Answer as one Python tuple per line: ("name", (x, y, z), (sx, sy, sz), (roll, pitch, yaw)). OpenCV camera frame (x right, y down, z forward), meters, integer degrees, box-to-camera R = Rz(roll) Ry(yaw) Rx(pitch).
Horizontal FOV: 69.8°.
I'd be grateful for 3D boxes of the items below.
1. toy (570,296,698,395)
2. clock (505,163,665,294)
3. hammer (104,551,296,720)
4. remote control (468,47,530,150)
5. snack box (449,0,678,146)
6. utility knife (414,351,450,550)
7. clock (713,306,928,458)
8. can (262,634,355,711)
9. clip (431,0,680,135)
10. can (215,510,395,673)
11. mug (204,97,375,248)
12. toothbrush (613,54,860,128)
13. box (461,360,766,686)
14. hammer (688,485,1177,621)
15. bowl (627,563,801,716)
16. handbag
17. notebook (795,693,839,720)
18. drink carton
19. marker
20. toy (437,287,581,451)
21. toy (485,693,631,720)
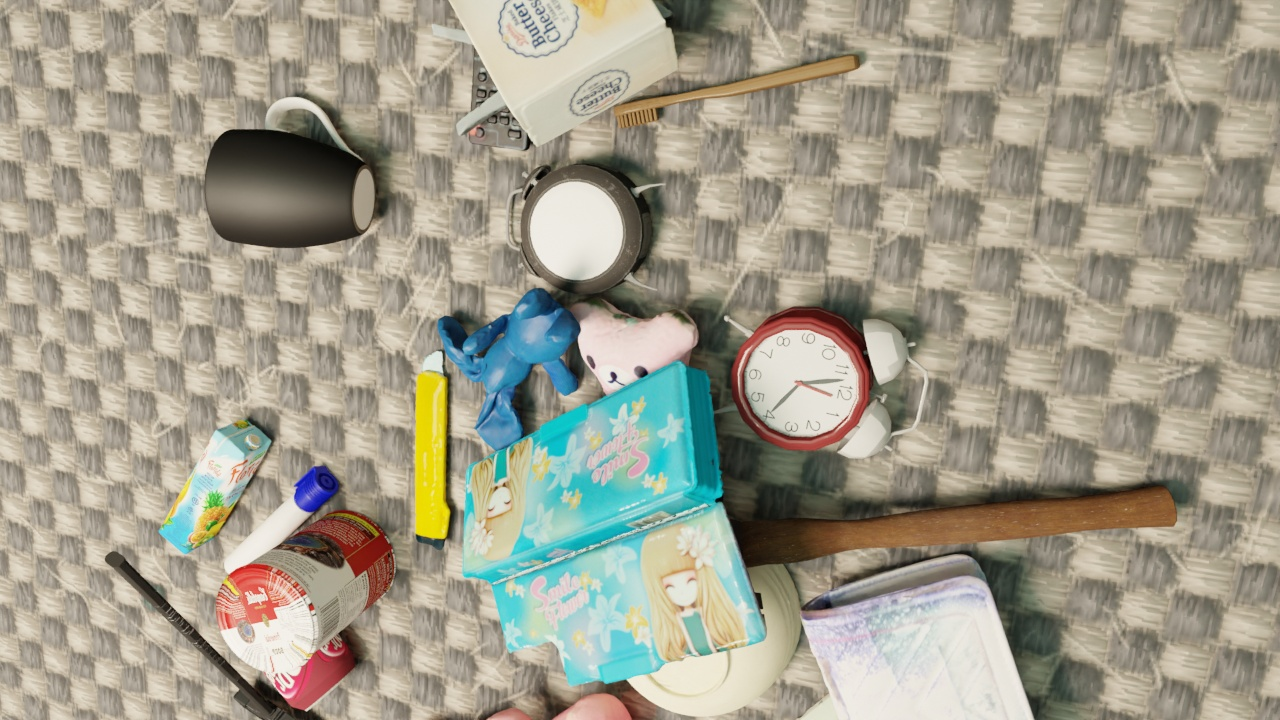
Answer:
("toy", (-0.004, 0.004, 0.653), (0.099, 0.052, 0.096), (12, 119, 26))
("clock", (-0.045, -0.093, 0.645), (0.123, 0.043, 0.091), (8, 104, 14))
("hammer", (-0.323, 0.229, 0.703), (0.095, 0.015, 0.326), (24, 146, 19))
("remote control", (-0.092, -0.226, 0.642), (0.047, 0.022, 0.150), (11, 107, 12))
("snack box", (-0.073, -0.247, 0.570), (0.104, 0.057, 0.208), (-30, 76, 2))
("utility knife", (-0.166, 0.073, 0.732), (0.030, 0.017, 0.163), (5, 104, 10))
("clock", (0.121, 0.014, 0.619), (0.138, 0.048, 0.096), (12, 105, 14))
("can", (-0.300, 0.236, 0.782), (0.063, 0.063, 0.114), (-40, 89, 20))
("clip", (-0.059, -0.219, 0.613), (0.163, 0.028, 0.107), (-13, 104, 6))
("can", (-0.263, 0.180, 0.730), (0.087, 0.116, 0.087), (3, 103, 15))
("mug", (-0.251, -0.140, 0.683), (0.100, 0.085, 0.118), (6, 74, 2))
("toothbrush", (0.061, -0.179, 0.611), (0.167, 0.016, 0.016), (-8, 99, 18))
("box", (-0.034, 0.122, 0.622), (0.228, 0.056, 0.185), (-27, 63, 35))
("hammer", (0.178, 0.113, 0.609), (0.323, 0.115, 0.033), (-7, 123, 8))
("bowl", (0.038, 0.198, 0.671), (0.151, 0.075, 0.151), (3, 103, 15))
("handbag", (0.194, 0.223, 0.632), (0.127, 0.069, 0.158), (-19, 94, 13))
("notebook", (0.147, 0.375, 0.713), (0.182, 0.010, 0.253), (44, 110, 2))
("drink carton", (-0.363, 0.107, 0.781), (0.038, 0.044, 0.129), (39, 110, 5))
("marker", (-0.309, 0.139, 0.784), (0.133, 0.023, 0.027), (-40, 68, 20))
("toy", (-0.093, -0.009, 0.656), (0.113, 0.070, 0.177), (44, 141, -3))
("toy", (-0.090, 0.341, 0.736), (0.213, 0.084, 0.142), (-26, 92, 18))
